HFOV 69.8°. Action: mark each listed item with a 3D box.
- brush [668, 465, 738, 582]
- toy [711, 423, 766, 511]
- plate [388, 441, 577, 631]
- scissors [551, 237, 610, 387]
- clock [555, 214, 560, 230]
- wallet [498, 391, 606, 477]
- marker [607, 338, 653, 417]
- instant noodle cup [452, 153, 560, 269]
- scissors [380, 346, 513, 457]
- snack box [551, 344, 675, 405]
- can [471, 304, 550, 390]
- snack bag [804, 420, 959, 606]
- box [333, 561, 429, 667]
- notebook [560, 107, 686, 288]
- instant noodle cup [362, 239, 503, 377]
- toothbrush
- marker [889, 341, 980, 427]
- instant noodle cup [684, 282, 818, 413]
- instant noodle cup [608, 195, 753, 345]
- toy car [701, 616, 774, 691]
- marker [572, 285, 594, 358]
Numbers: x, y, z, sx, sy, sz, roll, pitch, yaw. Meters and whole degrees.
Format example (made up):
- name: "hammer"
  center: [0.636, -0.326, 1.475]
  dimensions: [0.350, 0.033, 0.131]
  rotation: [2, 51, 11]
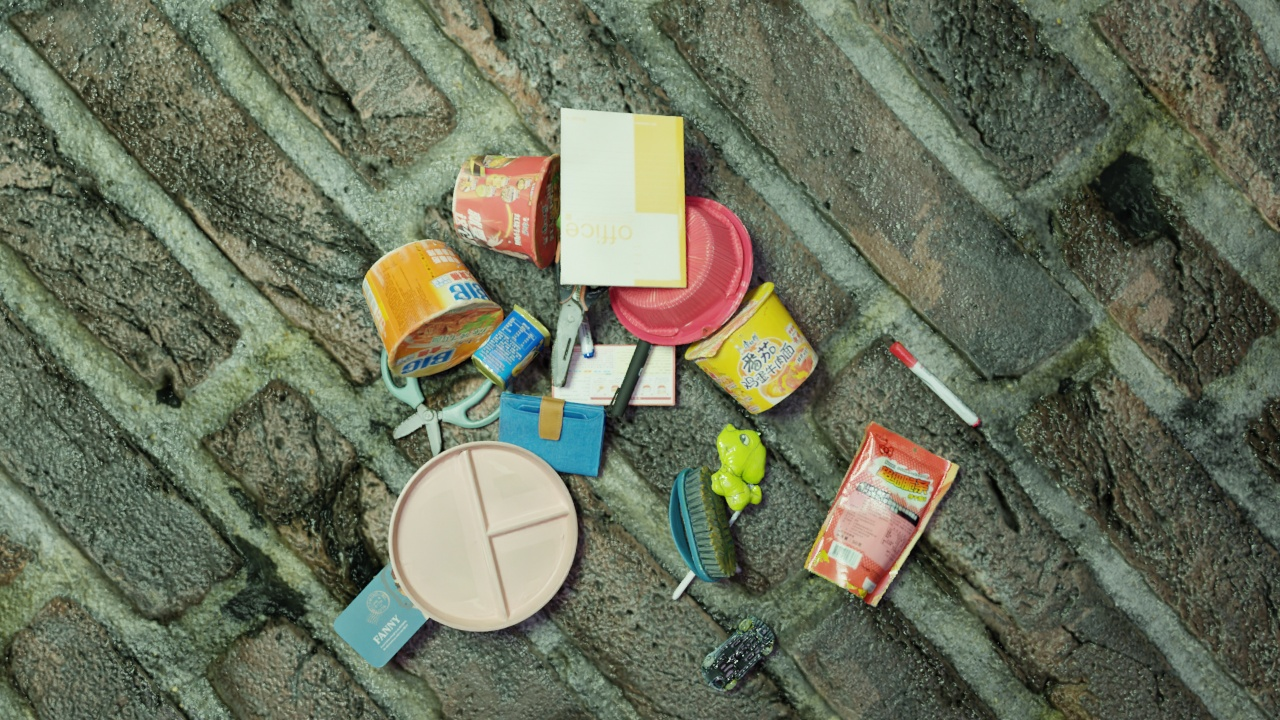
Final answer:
- name: "brush"
  center: [0.072, 0.206, 1.148]
  dimensions: [0.074, 0.055, 0.143]
  rotation: [-21, 75, 34]
- name: "toy"
  center: [0.126, 0.133, 1.151]
  dimensions: [0.096, 0.031, 0.100]
  rotation: [46, 65, -9]
- name: "plate"
  center: [-0.191, 0.213, 1.124]
  dimensions: [0.229, 0.028, 0.229]
  rotation: [1, 88, -18]
- name: "scissors"
  center: [-0.065, -0.062, 1.095]
  dimensions: [0.182, 0.015, 0.209]
  rotation: [-22, 116, 5]
- name: "clock"
  center: [-0.046, -0.207, 1.114]
  dimensions: [0.056, 0.116, 0.161]
  rotation: [31, 87, -5]
- name: "wallet"
  center: [-0.112, 0.093, 1.151]
  dimensions: [0.133, 0.040, 0.106]
  rotation: [8, 117, 1]
- name: "marker"
  center: [-0.007, 0.007, 1.139]
  dimensions: [0.022, 0.020, 0.132]
  rotation: [23, 88, -11]
- name: "instant noodle cup"
  center: [-0.159, -0.187, 1.115]
  dimensions: [0.108, 0.138, 0.138]
  rotation: [10, 91, 9]
- name: "scissors"
  center: [-0.254, 0.028, 1.175]
  dimensions: [0.174, 0.019, 0.170]
  rotation: [-24, 92, 2]
- name: "snack box"
  center: [-0.034, 0.018, 1.165]
  dimensions: [0.156, 0.027, 0.077]
  rotation: [0, 91, 1]
- name: "can"
  center: [-0.159, -0.013, 1.121]
  dimensions: [0.057, 0.102, 0.083]
  rotation: [41, 79, 0]
- name: "snack bag"
  center: [0.296, 0.193, 1.146]
  dimensions: [0.128, 0.073, 0.207]
  rotation: [28, 86, -4]
- name: "box"
  center: [-0.301, 0.300, 1.160]
  dimensions: [0.090, 0.063, 0.184]
  rotation: [41, 90, 0]
- name: "notebook"
  center: [-0.020, -0.184, 1.046]
  dimensions: [0.145, 0.010, 0.206]
  rotation: [1, 81, -10]
- name: "instant noodle cup"
  center: [-0.257, -0.067, 1.108]
  dimensions: [0.151, 0.151, 0.111]
  rotation: [-33, 72, 2]
- name: "toothbrush"
  center: [0.093, 0.231, 1.172]
  dimensions: [0.016, 0.016, 0.180]
  rotation: [36, 91, 8]
- name: "marker"
  center: [0.373, 0.030, 1.160]
  dimensions: [0.145, 0.017, 0.017]
  rotation: [43, 92, 0]
- name: "instant noodle cup"
  center: [0.140, -0.010, 1.113]
  dimensions: [0.138, 0.138, 0.110]
  rotation: [-41, 98, 2]
- name: "instant noodle cup"
  center: [0.034, -0.118, 1.102]
  dimensions: [0.194, 0.065, 0.193]
  rotation: [-8, 72, 25]
- name: "toy car"
  center: [0.123, 0.373, 1.166]
  dimensions: [0.105, 0.031, 0.049]
  rotation: [-44, 89, 0]
- name: "marker"
  center: [-0.078, -0.074, 1.154]
  dimensions: [0.017, 0.017, 0.145]
  rotation: [-11, 79, 1]
